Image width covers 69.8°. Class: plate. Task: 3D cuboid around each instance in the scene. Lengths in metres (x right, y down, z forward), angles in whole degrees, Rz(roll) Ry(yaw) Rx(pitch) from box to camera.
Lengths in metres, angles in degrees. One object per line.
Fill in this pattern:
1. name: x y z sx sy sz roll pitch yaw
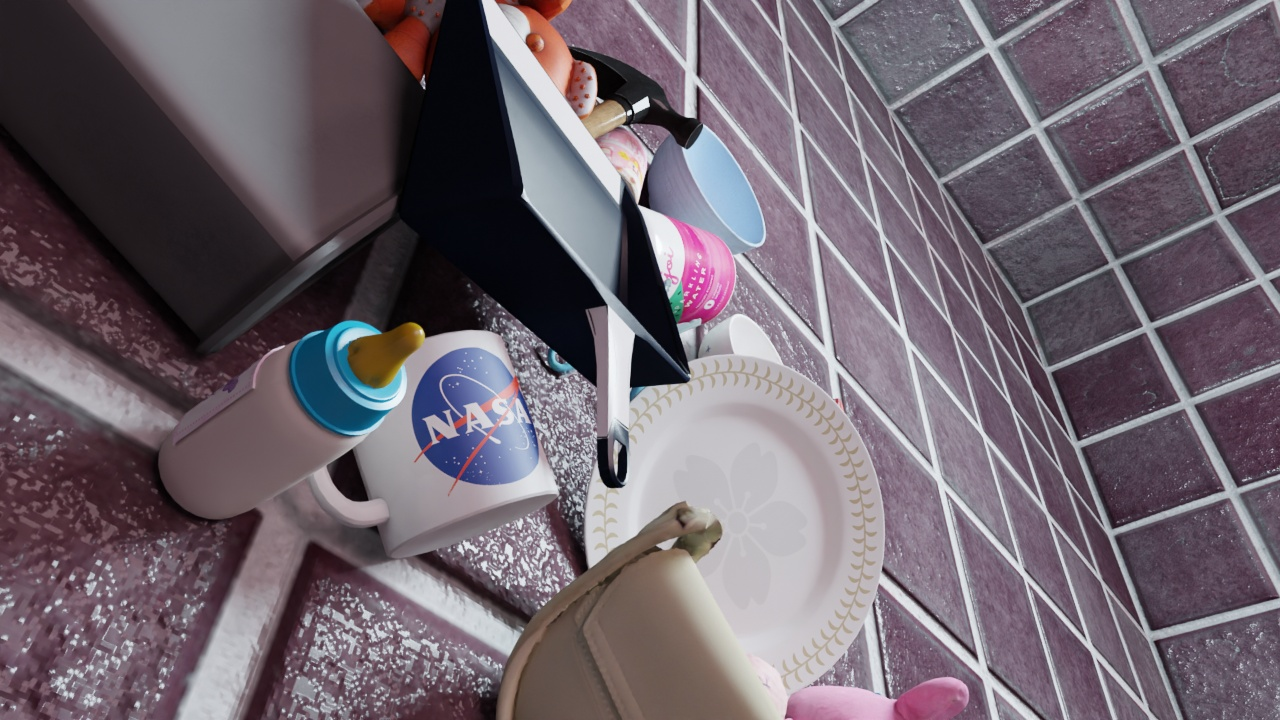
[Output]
1. plate: 0.071 0.116 0.650 0.242 0.016 0.242 4 79 -24

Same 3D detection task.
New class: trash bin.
1. trash bin: -0.213 -0.145 0.458 0.220 0.098 0.191 52 29 -14

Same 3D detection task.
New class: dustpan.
1. dustpan: -0.033 -0.058 0.537 0.236 0.080 0.272 45 46 -57

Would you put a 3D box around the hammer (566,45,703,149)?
1. hammer: -0.073 -0.172 0.716 0.132 0.040 0.304 37 42 9

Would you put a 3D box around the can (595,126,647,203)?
1. can: -0.031 -0.161 0.806 0.067 0.067 0.076 46 33 -27

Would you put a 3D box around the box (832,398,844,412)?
1. box: 0.152 0.128 0.789 0.129 0.087 0.158 -66 140 -58

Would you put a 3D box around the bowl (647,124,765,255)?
1. bowl: 0.058 -0.166 0.951 0.150 0.075 0.150 39 36 -35

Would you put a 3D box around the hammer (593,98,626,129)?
1. hammer: -0.080 -0.272 0.828 0.322 0.099 0.044 36 36 -53

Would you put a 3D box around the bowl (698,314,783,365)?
1. bowl: 0.093 0.013 0.871 0.105 0.054 0.104 38 37 -37

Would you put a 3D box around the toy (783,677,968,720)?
1. toy: 0.141 0.289 0.636 0.128 0.186 0.265 24 3 7

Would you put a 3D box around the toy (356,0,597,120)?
1. toy: -0.114 -0.231 0.648 0.093 0.163 0.172 92 -26 -68

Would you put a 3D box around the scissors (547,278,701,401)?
1. scissors: -0.003 0.006 0.700 0.136 0.015 0.126 -18 102 -23

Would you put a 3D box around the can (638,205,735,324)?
1. can: 0.009 -0.079 0.776 0.165 0.088 0.088 7 59 -57

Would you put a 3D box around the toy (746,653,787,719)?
1. toy: 0.046 0.237 0.576 0.108 0.053 0.105 -1 77 -26

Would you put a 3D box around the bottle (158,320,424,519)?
1. bottle: -0.139 0.019 0.376 0.051 0.146 0.051 39 35 -35

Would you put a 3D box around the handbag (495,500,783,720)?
1. handbag: 0.027 0.215 0.459 0.131 0.184 0.229 25 28 -52

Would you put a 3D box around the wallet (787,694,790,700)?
1. wallet: 0.110 0.197 0.703 0.086 0.032 0.116 45 62 -16

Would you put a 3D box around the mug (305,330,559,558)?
1. mug: -0.111 0.046 0.468 0.121 0.091 0.090 -11 73 -41
